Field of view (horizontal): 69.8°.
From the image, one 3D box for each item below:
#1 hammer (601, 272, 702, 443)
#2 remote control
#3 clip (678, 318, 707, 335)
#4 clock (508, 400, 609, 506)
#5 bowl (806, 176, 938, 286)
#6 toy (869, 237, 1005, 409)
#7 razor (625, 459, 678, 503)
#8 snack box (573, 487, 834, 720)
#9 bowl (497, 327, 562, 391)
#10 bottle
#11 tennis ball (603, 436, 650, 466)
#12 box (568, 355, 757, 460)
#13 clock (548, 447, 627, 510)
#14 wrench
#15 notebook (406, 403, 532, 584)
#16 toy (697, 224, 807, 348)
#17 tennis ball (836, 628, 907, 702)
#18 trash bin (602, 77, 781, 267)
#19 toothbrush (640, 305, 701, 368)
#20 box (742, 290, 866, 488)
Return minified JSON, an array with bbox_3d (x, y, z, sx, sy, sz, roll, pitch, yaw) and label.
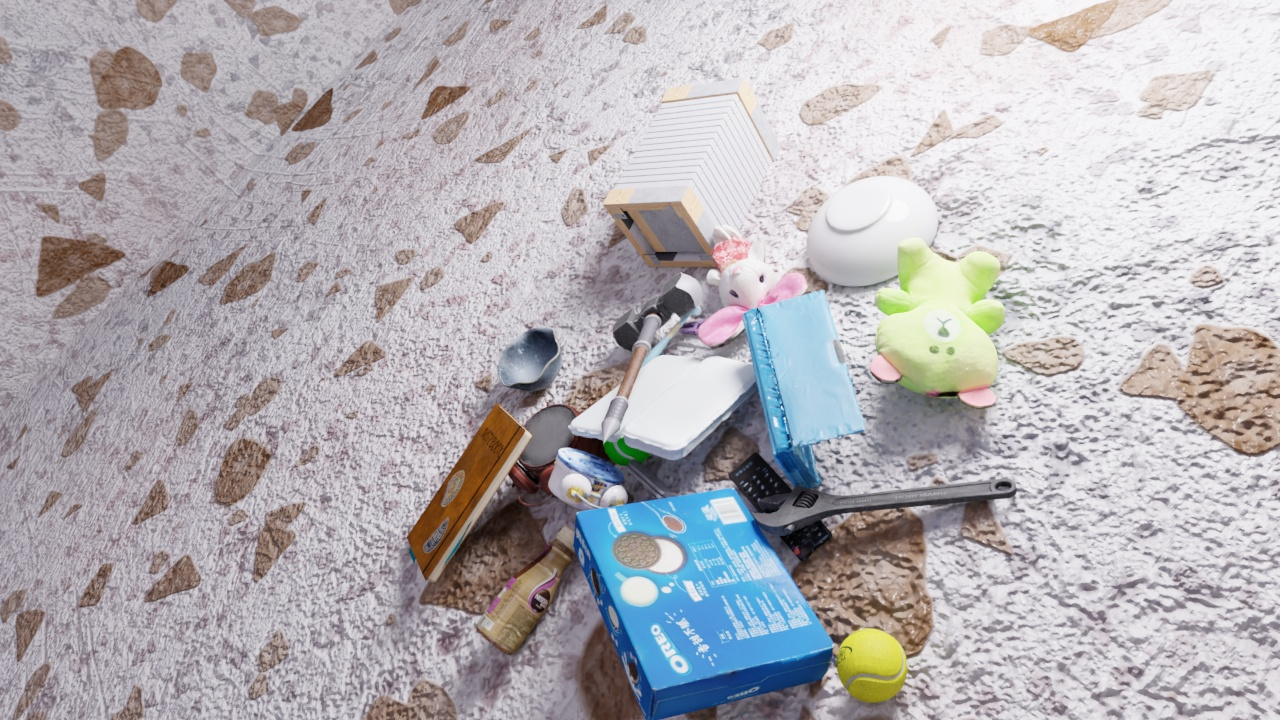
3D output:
[{"bbox_3d":[-0.007,0.006,1.188,0.156,0.043,0.321,-35,19,31],"label":"hammer"},{"bbox_3d":[0.159,0.166,1.050,0.047,0.022,0.150,-40,43,-1],"label":"remote control"},{"bbox_3d":[0.082,-0.050,1.297,0.051,0.014,0.043,25,72,43],"label":"clip"},{"bbox_3d":[-0.114,0.131,1.238,0.121,0.072,0.157,0,55,36],"label":"clock"},{"bbox_3d":[0.298,-0.185,1.215,0.177,0.066,0.176,-20,46,21],"label":"bowl"},{"bbox_3d":[0.336,-0.036,1.043,0.150,0.107,0.196,13,71,16],"label":"toy"},{"bbox_3d":[-0.013,0.193,1.140,0.116,0.047,0.088,-52,43,-2],"label":"razor"},{"bbox_3d":[0.057,0.241,0.952,0.195,0.056,0.238,-6,37,-21],"label":"snack box"},{"bbox_3d":[-0.158,0.007,1.389,0.110,0.055,0.110,-20,45,21],"label":"bowl"},{"bbox_3d":[-0.131,0.279,1.133,0.060,0.059,0.165,22,69,45],"label":"bottle"},{"bbox_3d":[-0.016,0.105,1.194,0.065,0.065,0.065,-20,46,21],"label":"tennis ball"},{"bbox_3d":[0.035,0.049,1.170,0.192,0.045,0.208,11,35,41],"label":"box"},{"bbox_3d":[-0.064,0.151,1.119,0.052,0.088,0.125,-66,24,9],"label":"clock"},{"bbox_3d":[0.252,0.149,0.972,0.274,0.018,0.073,-9,27,20],"label":"wrench"},{"bbox_3d":[-0.241,0.185,1.258,0.249,0.014,0.178,-57,25,-3],"label":"notebook"},{"bbox_3d":[0.141,-0.113,1.255,0.159,0.084,0.194,-27,44,18],"label":"toy"},{"bbox_3d":[0.218,0.288,0.867,0.065,0.065,0.065,-20,46,21],"label":"tennis ball"},{"bbox_3d":[0.083,-0.282,1.396,0.143,0.142,0.246,6,59,39],"label":"trash bin"},{"bbox_3d":[0.029,-0.020,1.294,0.155,0.016,0.022,-48,61,3],"label":"toothbrush"},{"bbox_3d":[0.201,0.028,1.086,0.112,0.094,0.231,-22,43,16],"label":"box"}]
